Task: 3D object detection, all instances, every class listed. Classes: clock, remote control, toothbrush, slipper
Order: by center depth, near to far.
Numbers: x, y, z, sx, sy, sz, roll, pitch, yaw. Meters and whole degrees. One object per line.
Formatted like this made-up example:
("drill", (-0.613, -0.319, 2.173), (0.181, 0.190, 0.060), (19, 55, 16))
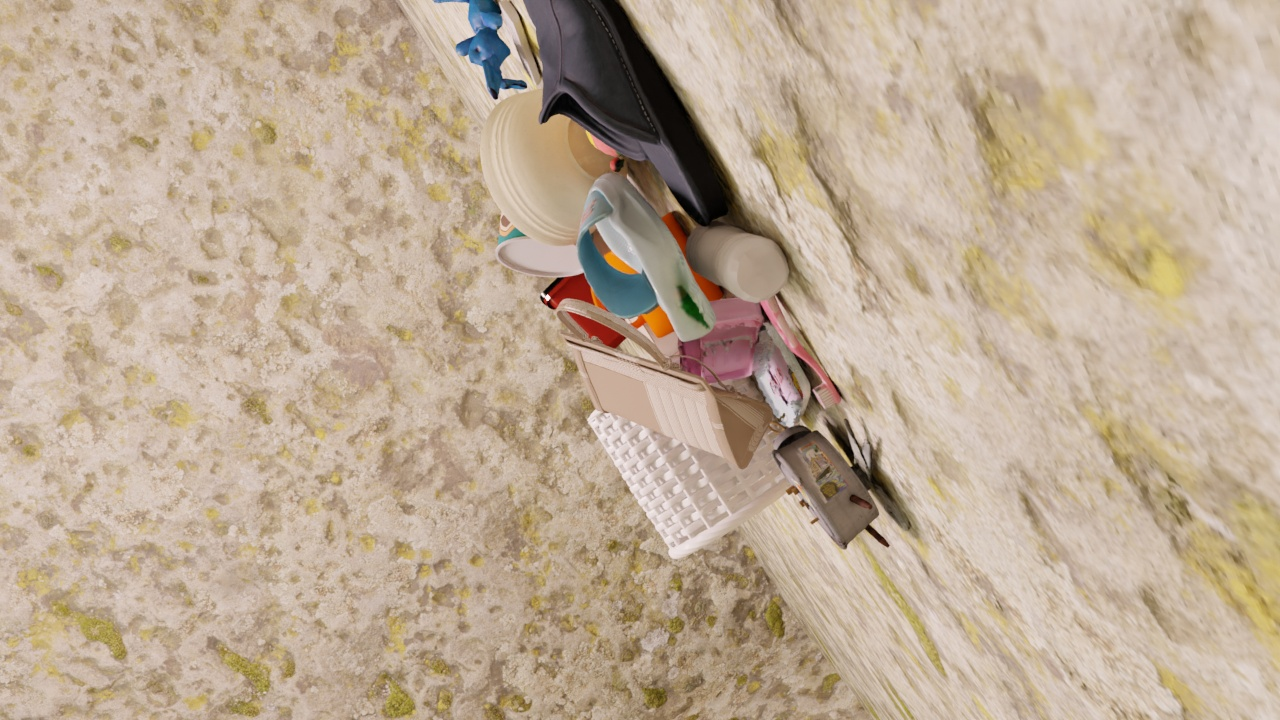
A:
("slipper", (-0.040, -0.198, 0.661), (0.265, 0.083, 0.109), (58, 179, -1))
("toothbrush", (0.115, -0.020, 0.710), (0.135, 0.016, 0.021), (56, 177, -8))
("slipper", (-0.009, -0.078, 0.729), (0.104, 0.074, 0.245), (59, 180, -28))
("clock", (0.154, 0.103, 0.808), (0.147, 0.056, 0.104), (56, 180, 42))
("remote control", (-0.135, -0.359, 1.042), (0.033, 0.012, 0.131), (58, 177, 14))

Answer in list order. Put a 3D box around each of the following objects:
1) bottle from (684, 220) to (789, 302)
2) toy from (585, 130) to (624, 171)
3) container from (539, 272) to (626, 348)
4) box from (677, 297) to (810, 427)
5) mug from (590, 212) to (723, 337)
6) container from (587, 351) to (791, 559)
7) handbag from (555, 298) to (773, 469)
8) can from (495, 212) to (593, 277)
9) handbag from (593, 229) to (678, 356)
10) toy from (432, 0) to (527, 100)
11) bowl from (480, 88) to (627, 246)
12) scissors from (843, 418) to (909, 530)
("bottle", (0.064, -0.076, 0.670), (0.044, 0.044, 0.136), (57, 176, -20))
("toy", (-0.032, -0.211, 0.759), (0.103, 0.046, 0.084), (60, -177, 5))
("container", (-0.072, -0.123, 1.257), (0.201, 0.148, 0.127), (47, -177, 5))
("box", (0.094, 0.016, 0.846), (0.201, 0.111, 0.101), (71, -170, -76))
("mug", (0.008, -0.073, 0.893), (0.096, 0.113, 0.077), (57, -171, -7))
("container", (0.065, 0.097, 1.047), (0.187, 0.189, 0.189), (57, 177, 7))
("handbag", (-0.005, 0.005, 0.793), (0.176, 0.062, 0.198), (19, 163, 38))
("can", (-0.094, -0.171, 0.947), (0.099, 0.099, 0.143), (66, -155, -72))
("handbag", (-0.017, -0.101, 1.068), (0.210, 0.103, 0.209), (54, 178, 31))
("toy", (-0.185, -0.376, 1.071), (0.176, 0.071, 0.113), (61, -178, 7))
("bowl", (-0.066, -0.189, 0.853), (0.075, 0.150, 0.151), (-15, 115, 45))
("scissors", (0.184, 0.087, 0.770), (0.153, 0.014, 0.131), (55, 177, -25))
